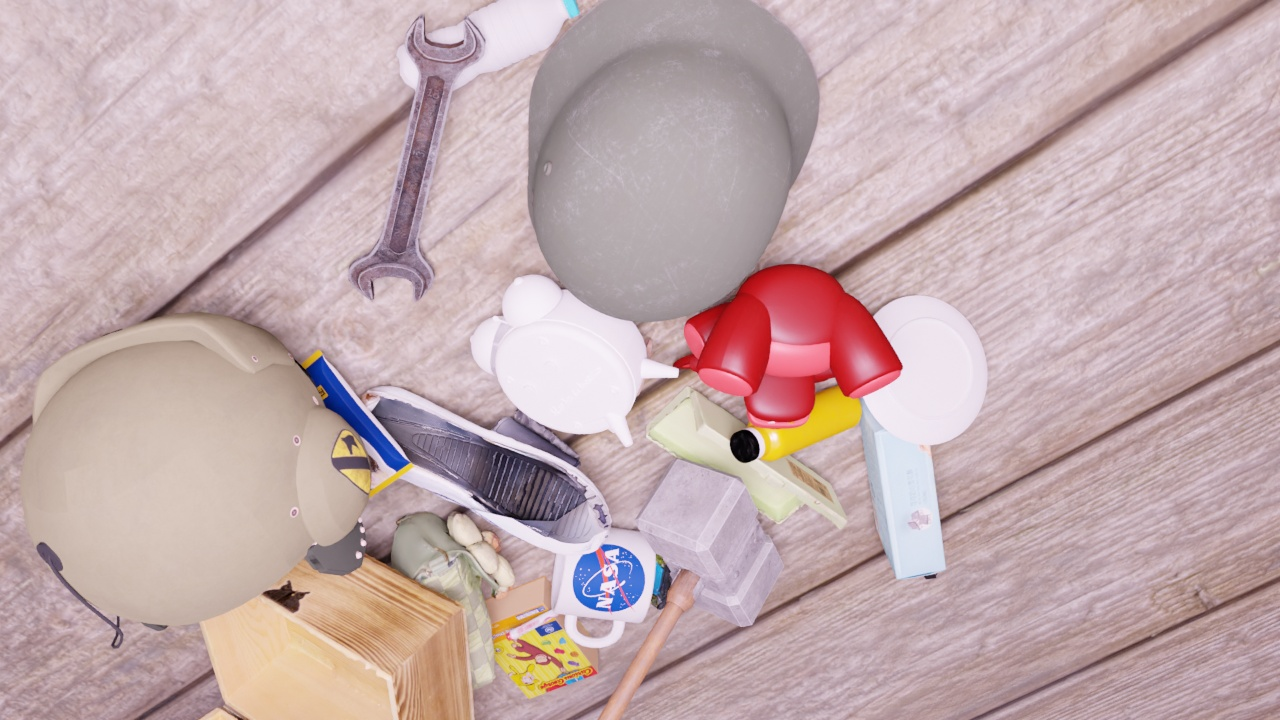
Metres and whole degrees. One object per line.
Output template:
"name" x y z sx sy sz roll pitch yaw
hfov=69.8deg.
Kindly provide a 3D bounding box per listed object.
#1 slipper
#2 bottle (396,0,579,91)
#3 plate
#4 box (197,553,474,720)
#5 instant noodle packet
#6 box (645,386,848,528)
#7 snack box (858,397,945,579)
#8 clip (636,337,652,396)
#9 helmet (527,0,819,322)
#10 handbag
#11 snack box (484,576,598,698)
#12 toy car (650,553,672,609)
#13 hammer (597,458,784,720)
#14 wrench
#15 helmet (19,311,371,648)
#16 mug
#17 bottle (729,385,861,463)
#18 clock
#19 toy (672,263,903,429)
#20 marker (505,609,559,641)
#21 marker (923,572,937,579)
"slipper" -0.143 0.096 0.872 0.264 0.063 0.111 22 121 -2
"bottle" -0.110 -0.235 0.673 0.136 0.044 0.044 -21 121 10
"plate" 0.255 0.008 0.818 0.134 0.011 0.134 2 83 -17
"box" -0.356 0.363 0.816 0.279 0.335 0.287 18 127 23
"instant noodle packet" -0.276 0.064 0.841 0.087 0.026 0.134 -33 99 29
"box" 0.098 0.108 0.883 0.188 0.097 0.082 35 113 -19
"snack box" 0.252 0.120 0.888 0.053 0.074 0.175 -13 113 6
"clip" -0.001 0.005 0.845 0.049 0.025 0.061 -22 114 6
"helmet" 0.012 -0.122 0.689 0.227 0.153 0.269 23 133 -17
"handbag" -0.180 0.236 0.924 0.116 0.113 0.186 -20 113 -23
"snack box" -0.115 0.309 1.018 0.088 0.040 0.126 -24 121 11
"toy car" 0.027 0.215 0.967 0.032 0.048 0.105 28 127 33
"hammer" 0.009 0.264 0.840 0.083 0.316 0.163 15 148 36
"wrench" -0.176 -0.144 0.713 0.070 0.010 0.274 13 133 -16
"helmet" -0.346 0.077 0.719 0.250 0.255 0.233 -18 125 6
"mug" -0.041 0.230 0.933 0.090 0.091 0.121 9 86 -9
"bottle" 0.140 0.060 0.830 0.143 0.043 0.043 -16 131 -38
"clock" -0.064 0.006 0.791 0.161 0.072 0.126 35 133 -12
"toy" 0.114 -0.004 0.764 0.158 0.197 0.120 -2 79 -5
"marker" -0.077 0.259 0.968 0.142 0.013 0.013 -24 125 -22
"marker" 0.287 0.183 0.977 0.016 0.016 0.140 -26 120 12
